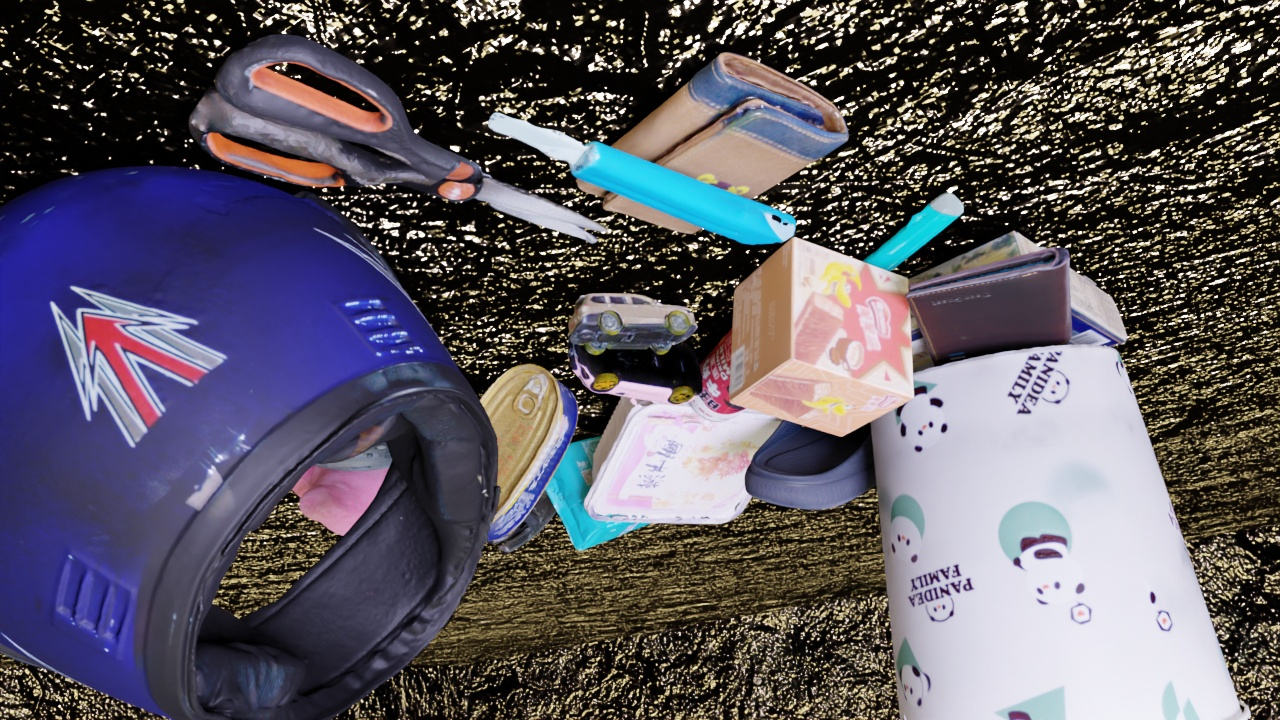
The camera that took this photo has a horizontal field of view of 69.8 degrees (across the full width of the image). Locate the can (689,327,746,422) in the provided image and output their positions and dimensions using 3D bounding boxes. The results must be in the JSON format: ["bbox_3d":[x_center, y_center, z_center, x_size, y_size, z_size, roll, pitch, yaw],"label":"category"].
[{"bbox_3d":[0.081,0.004,0.720,0.053,0.053,0.133,1,157,-18],"label":"can"}]

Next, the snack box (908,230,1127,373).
[{"bbox_3d":[0.253,-0.020,0.718,0.177,0.045,0.183,16,149,-43],"label":"snack box"}]

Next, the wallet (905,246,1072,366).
[{"bbox_3d":[0.234,-0.032,0.610,0.096,0.020,0.122,-15,152,21],"label":"wallet"}]

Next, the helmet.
[{"bbox_3d":[-0.223,0.043,0.479,0.240,0.246,0.316,33,157,17],"label":"helmet"}]

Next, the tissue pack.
[{"bbox_3d":[-0.033,0.122,0.883,0.133,0.093,0.050,-9,155,-48],"label":"tissue pack"}]

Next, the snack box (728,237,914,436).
[{"bbox_3d":[0.120,-0.014,0.613,0.094,0.092,0.077,17,150,-19],"label":"snack box"}]

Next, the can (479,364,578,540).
[{"bbox_3d":[-0.108,0.076,0.745,0.075,0.148,0.049,27,173,24],"label":"can"}]

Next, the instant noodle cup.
[{"bbox_3d":[0.036,0.082,0.839,0.173,0.060,0.138,8,122,-30],"label":"instant noodle cup"}]

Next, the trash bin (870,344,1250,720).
[{"bbox_3d":[0.280,0.133,0.674,0.229,0.251,0.230,-7,166,-2],"label":"trash bin"}]

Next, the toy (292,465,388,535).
[{"bbox_3d":[-0.243,0.122,0.853,0.194,0.074,0.179,19,-176,-36],"label":"toy"}]

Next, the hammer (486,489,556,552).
[{"bbox_3d":[-0.137,0.083,0.817,0.032,0.126,0.323,26,164,26],"label":"hammer"}]

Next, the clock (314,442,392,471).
[{"bbox_3d":[-0.231,0.051,0.751,0.082,0.055,0.122,0,156,-14],"label":"clock"}]

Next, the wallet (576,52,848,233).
[{"bbox_3d":[0.035,-0.105,0.471,0.090,0.033,0.116,11,156,-39],"label":"wallet"}]

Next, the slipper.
[{"bbox_3d":[0.182,0.057,0.802,0.111,0.083,0.267,8,-166,35],"label":"slipper"}]

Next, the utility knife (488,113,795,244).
[{"bbox_3d":[0.005,-0.085,0.440,0.034,0.018,0.194,-2,171,45],"label":"utility knife"}]

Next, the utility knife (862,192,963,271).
[{"bbox_3d":[0.149,-0.055,0.647,0.029,0.013,0.224,6,153,-24],"label":"utility knife"}]

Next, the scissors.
[{"bbox_3d":[-0.096,-0.099,0.459,0.234,0.021,0.143,3,156,-22],"label":"scissors"}]

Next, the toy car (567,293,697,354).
[{"bbox_3d":[-0.004,-0.027,0.646,0.090,0.035,0.042,2,158,-21],"label":"toy car"}]

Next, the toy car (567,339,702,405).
[{"bbox_3d":[-0.004,0.004,0.697,0.122,0.056,0.037,11,145,-36],"label":"toy car"}]
